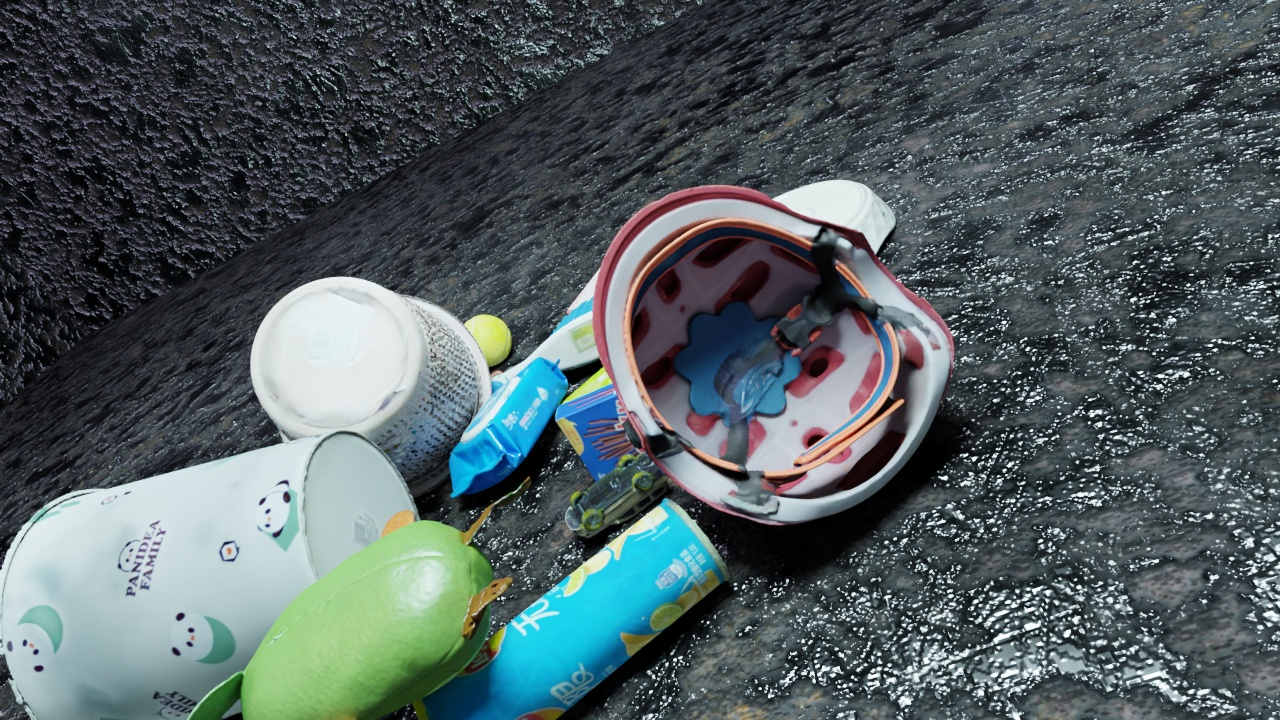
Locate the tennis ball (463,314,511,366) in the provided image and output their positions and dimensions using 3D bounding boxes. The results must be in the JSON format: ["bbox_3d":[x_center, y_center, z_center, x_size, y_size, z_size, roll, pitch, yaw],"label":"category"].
[{"bbox_3d":[-0.194,-0.024,1.143,0.065,0.065,0.065,-24,26,13],"label":"tennis ball"}]

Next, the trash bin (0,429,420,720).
[{"bbox_3d":[-0.330,0.181,0.759,0.252,0.230,0.229,-19,27,10],"label":"trash bin"}]

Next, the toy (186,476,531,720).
[{"bbox_3d":[-0.163,0.170,0.578,0.247,0.090,0.226,-33,27,16],"label":"toy"}]

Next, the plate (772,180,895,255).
[{"bbox_3d":[0.163,-0.128,0.975,0.205,0.045,0.204,-25,27,13],"label":"plate"}]

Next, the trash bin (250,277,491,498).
[{"bbox_3d":[-0.269,0.017,0.889,0.227,0.227,0.192,-35,-10,-9],"label":"trash bin"}]

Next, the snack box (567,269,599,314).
[{"bbox_3d":[-0.025,-0.103,1.150,0.077,0.027,0.155,-11,32,36],"label":"snack box"}]

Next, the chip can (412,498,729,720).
[{"bbox_3d":[-0.043,0.182,0.605,0.210,0.071,0.071,-37,26,-12],"label":"chip can"}]

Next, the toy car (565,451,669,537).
[{"bbox_3d":[-0.019,0.112,0.747,0.090,0.035,0.042,-34,24,-6],"label":"toy car"}]

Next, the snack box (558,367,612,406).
[{"bbox_3d":[-0.005,0.005,0.914,0.156,0.026,0.086,-41,13,-20],"label":"snack box"}]

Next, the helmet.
[{"bbox_3d":[0.077,0.000,0.652,0.206,0.240,0.144,-46,-4,-9],"label":"helmet"}]

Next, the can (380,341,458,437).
[{"bbox_3d":[-0.298,0.041,1.146,0.146,0.058,0.058,-44,29,-24],"label":"can"}]

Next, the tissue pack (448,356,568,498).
[{"bbox_3d":[-0.133,0.064,0.906,0.095,0.052,0.156,-37,16,40],"label":"tissue pack"}]

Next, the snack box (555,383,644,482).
[{"bbox_3d":[0.017,0.048,0.767,0.157,0.084,0.026,-23,26,15],"label":"snack box"}]

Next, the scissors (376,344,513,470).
[{"bbox_3d":[-0.246,0.063,1.066,0.189,0.015,0.225,-4,50,19],"label":"scissors"}]

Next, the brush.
[{"bbox_3d":[-0.115,0.002,1.010,0.315,0.060,0.109,-25,13,22],"label":"brush"}]

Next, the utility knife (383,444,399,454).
[{"bbox_3d":[-0.320,0.113,1.089,0.219,0.015,0.033,-29,23,4],"label":"utility knife"}]
